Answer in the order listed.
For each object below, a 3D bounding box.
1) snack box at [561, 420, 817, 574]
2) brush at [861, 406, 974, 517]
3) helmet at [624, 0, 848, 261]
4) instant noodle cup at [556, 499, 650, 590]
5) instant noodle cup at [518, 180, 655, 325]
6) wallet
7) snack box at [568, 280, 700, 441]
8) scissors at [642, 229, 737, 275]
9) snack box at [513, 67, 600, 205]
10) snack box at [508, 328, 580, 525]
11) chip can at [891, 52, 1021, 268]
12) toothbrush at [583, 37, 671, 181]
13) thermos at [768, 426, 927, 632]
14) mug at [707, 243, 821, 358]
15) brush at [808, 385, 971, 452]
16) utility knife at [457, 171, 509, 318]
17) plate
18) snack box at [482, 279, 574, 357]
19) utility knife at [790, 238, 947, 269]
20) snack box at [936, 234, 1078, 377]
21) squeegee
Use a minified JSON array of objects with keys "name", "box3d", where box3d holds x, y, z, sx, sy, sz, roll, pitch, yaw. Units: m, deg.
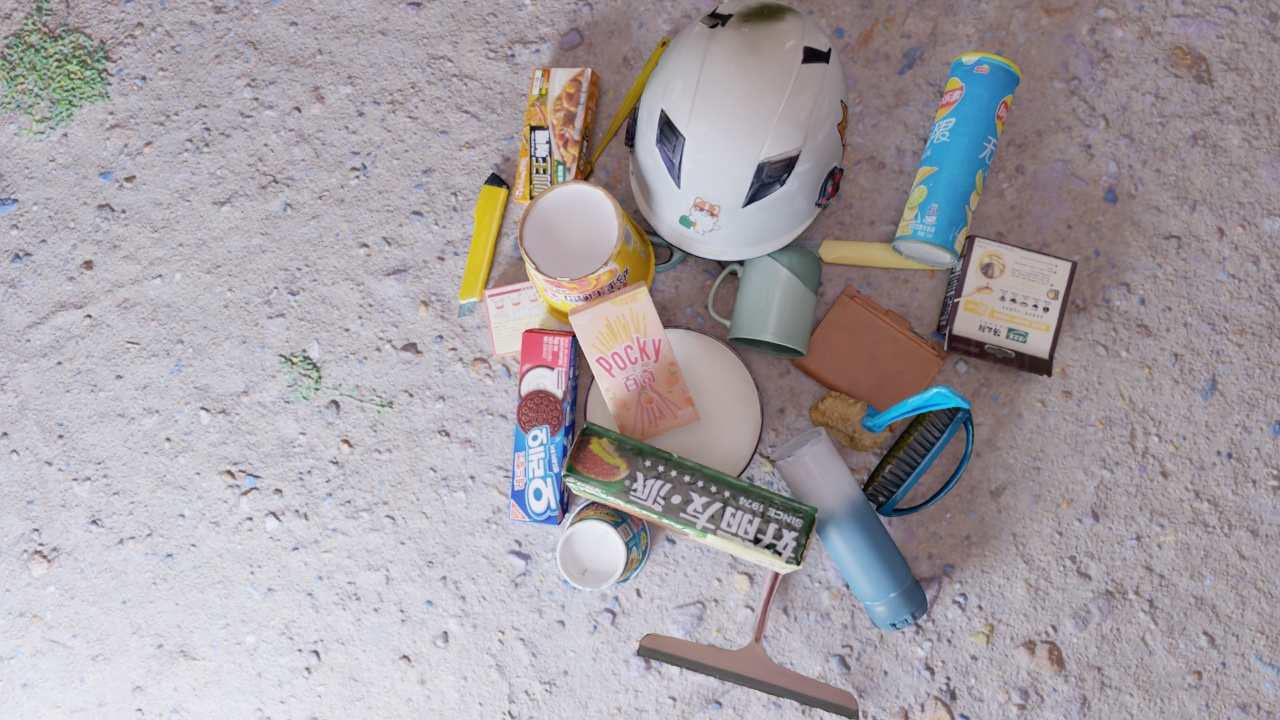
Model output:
[{"name":"snack box","box3d":[0.047,0.138,0.902,0.240,0.114,0.063,20,76,8]},{"name":"brush","box3d":[0.295,0.105,0.949,0.073,0.055,0.144,38,91,8]},{"name":"helmet","box3d":[0.103,-0.251,0.914,0.230,0.157,0.273,20,66,9]},{"name":"instant noodle cup","box3d":[-0.042,0.195,0.957,0.099,0.110,0.099,0,86,6]},{"name":"instant noodle cup","box3d":[-0.061,-0.114,0.949,0.138,0.110,0.138,-2,75,9]},{"name":"wallet","box3d":[0.244,-0.004,0.974,0.132,0.031,0.108,35,95,7]},{"name":"snack box","box3d":[-0.006,0.005,0.933,0.084,0.026,0.157,-22,110,4]},{"name":"scissors","box3d":[0.048,-0.171,1.013,0.170,0.019,0.181,4,86,8]},{"name":"snack box","box3d":[-0.093,-0.247,1.020,0.075,0.026,0.153,7,87,24]},{"name":"snack box","box3d":[-0.101,0.071,0.984,0.058,0.057,0.207,5,96,6]},{"name":"chip can","box3d":[0.326,-0.205,0.948,0.071,0.071,0.210,19,85,7]},{"name":"toothbrush","box3d":[-0.020,-0.279,1.027,0.016,0.016,0.190,33,91,8]},{"name":"thermos","box3d":[0.215,0.174,0.934,0.070,0.070,0.220,-32,94,4]},{"name":"mug","box3d":[0.128,-0.066,0.962,0.112,0.082,0.106,12,83,6]},{"name":"brush","box3d":[0.235,0.049,0.870,0.083,0.255,0.045,37,74,-4]},{"name":"utility knife","box3d":[-0.180,-0.129,1.038,0.033,0.015,0.170,14,90,13]},{"name":"plate","box3d":[0.036,0.060,0.990,0.192,0.039,0.192,0,87,7]},{"name":"snack box","box3d":[-0.092,-0.055,1.018,0.156,0.027,0.077,-11,86,6]},{"name":"utility knife","box3d":[0.237,-0.117,0.987,0.212,0.022,0.031,5,86,0]},{"name":"snack box","box3d":[0.375,-0.055,0.947,0.113,0.053,0.125,15,89,2]},{"name":"squeegee","box3d":[0.147,0.221,0.969,0.247,0.040,0.249,20,83,-8]}]
